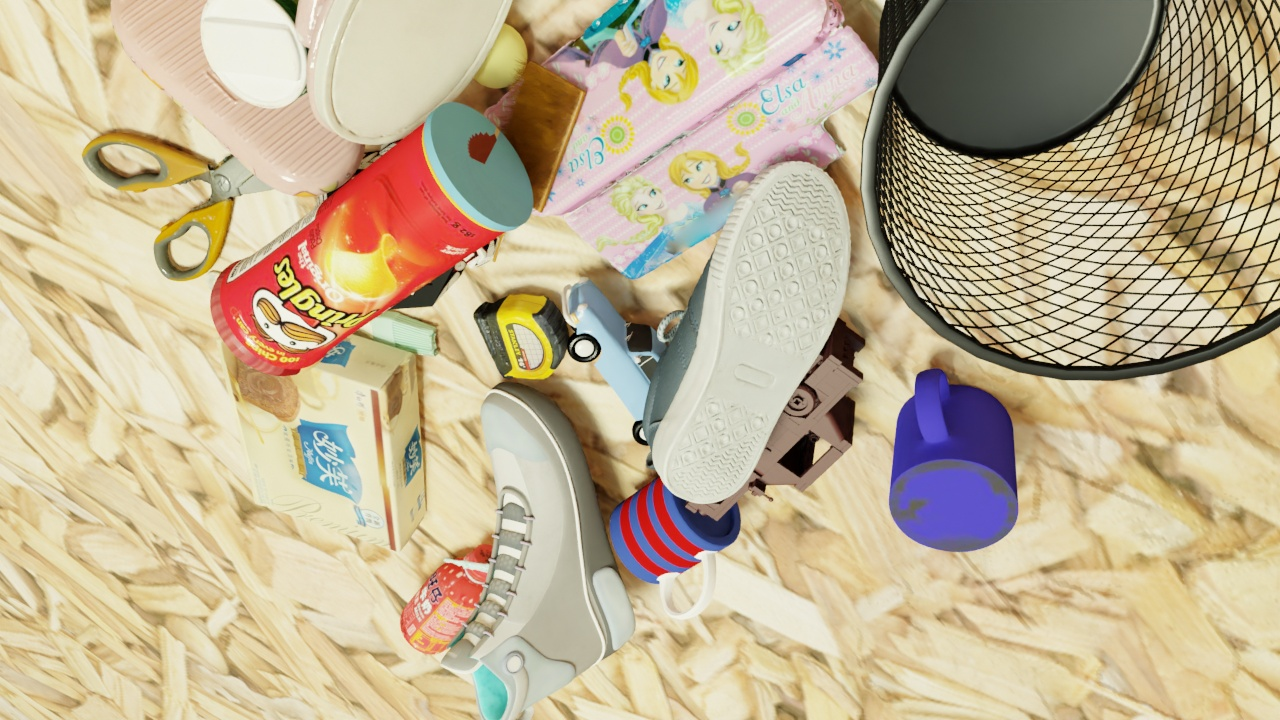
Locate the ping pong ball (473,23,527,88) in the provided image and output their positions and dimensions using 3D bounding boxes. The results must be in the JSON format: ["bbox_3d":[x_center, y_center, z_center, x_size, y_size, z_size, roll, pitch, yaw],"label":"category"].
[{"bbox_3d":[-0.091,-0.192,0.577,0.040,0.040,0.040,10,126,13],"label":"ping pong ball"}]

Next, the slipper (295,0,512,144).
[{"bbox_3d":[-0.108,-0.245,0.497,0.054,0.114,0.275,43,112,28],"label":"slipper"}]

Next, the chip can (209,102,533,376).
[{"bbox_3d":[-0.173,-0.070,0.578,0.214,0.086,0.087,-27,111,29],"label":"chip can"}]

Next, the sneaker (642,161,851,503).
[{"bbox_3d":[0.060,-0.019,0.603,0.089,0.087,0.236,15,106,-22],"label":"sneaker"}]

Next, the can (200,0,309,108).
[{"bbox_3d":[-0.201,-0.204,0.557,0.067,0.120,0.067,10,126,14],"label":"can"}]

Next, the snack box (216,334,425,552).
[{"bbox_3d":[-0.272,0.064,0.801,0.153,0.055,0.208,17,131,10],"label":"snack box"}]

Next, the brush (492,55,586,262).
[{"bbox_3d":[-0.076,-0.119,0.577,0.048,0.017,0.127,34,119,17],"label":"brush"}]

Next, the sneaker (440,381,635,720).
[{"bbox_3d":[-0.105,0.157,0.724,0.093,0.160,0.257,1,115,47],"label":"sneaker"}]

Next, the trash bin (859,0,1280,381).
[{"bbox_3d":[0.187,-0.124,0.406,0.184,0.209,0.184,5,122,7],"label":"trash bin"}]

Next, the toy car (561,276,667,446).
[{"bbox_3d":[-0.004,0.004,0.668,0.055,0.056,0.153,-30,116,13],"label":"toy car"}]

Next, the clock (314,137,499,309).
[{"bbox_3d":[-0.165,-0.098,0.653,0.155,0.064,0.114,-25,112,32],"label":"clock"}]

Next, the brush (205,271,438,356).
[{"bbox_3d":[-0.268,-0.041,0.764,0.218,0.012,0.033,15,127,12],"label":"brush"}]

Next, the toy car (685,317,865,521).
[{"bbox_3d":[0.103,0.052,0.658,0.062,0.070,0.170,35,123,-6],"label":"toy car"}]

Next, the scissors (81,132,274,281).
[{"bbox_3d":[-0.345,-0.145,0.716,0.226,0.016,0.175,-28,111,32],"label":"scissors"}]

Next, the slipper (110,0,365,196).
[{"bbox_3d":[-0.267,-0.182,0.618,0.197,0.093,0.082,48,163,2],"label":"slipper"}]

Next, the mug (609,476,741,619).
[{"bbox_3d":[0.032,0.144,0.724,0.074,0.111,0.076,14,139,-40],"label":"mug"}]

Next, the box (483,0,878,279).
[{"bbox_3d":[0.025,-0.144,0.558,0.231,0.061,0.161,-28,111,33],"label":"box"}]

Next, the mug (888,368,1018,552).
[{"bbox_3d":[0.206,0.059,0.616,0.079,0.083,0.111,-12,118,26],"label":"mug"}]

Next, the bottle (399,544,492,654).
[{"bbox_3d":[-0.177,0.225,0.882,0.062,0.061,0.138,37,121,-7],"label":"bottle"}]

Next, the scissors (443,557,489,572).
[{"bbox_3d":[-0.097,0.202,0.842,0.171,0.021,0.173,20,117,-19],"label":"scissors"}]

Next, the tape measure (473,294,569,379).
[{"bbox_3d":[-0.085,-0.019,0.696,0.064,0.037,0.066,-8,122,25],"label":"tape measure"}]
